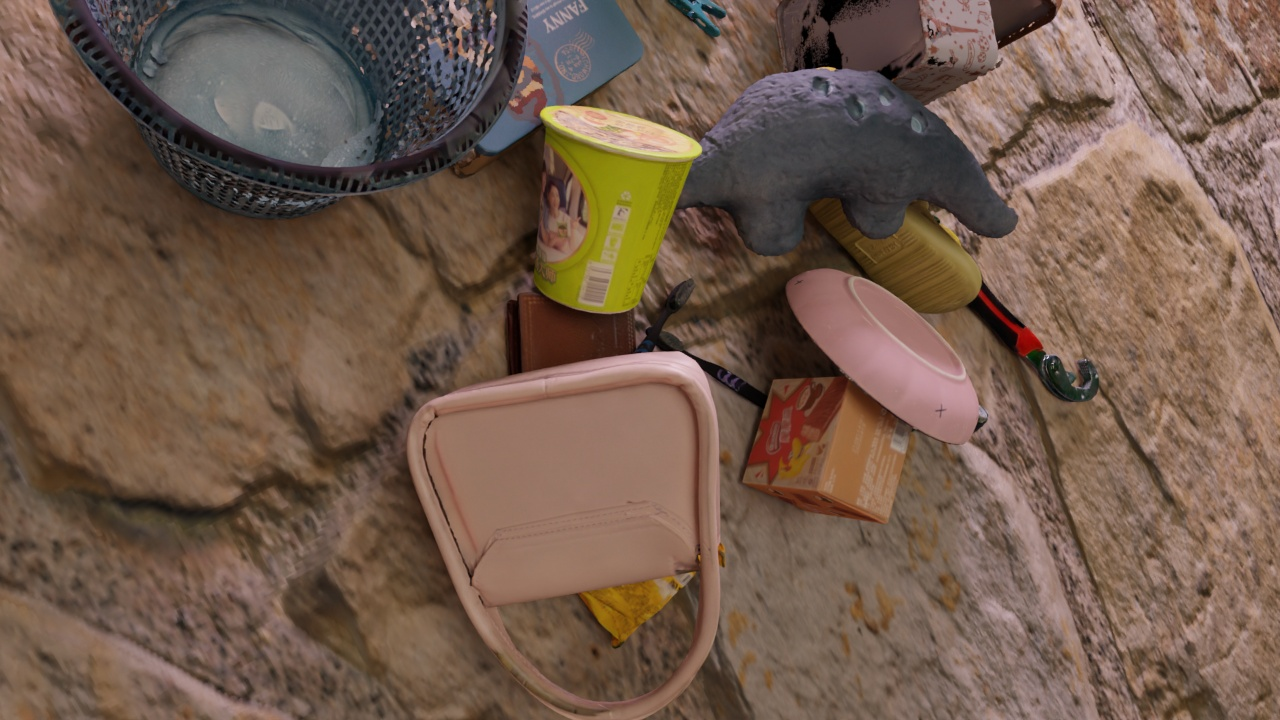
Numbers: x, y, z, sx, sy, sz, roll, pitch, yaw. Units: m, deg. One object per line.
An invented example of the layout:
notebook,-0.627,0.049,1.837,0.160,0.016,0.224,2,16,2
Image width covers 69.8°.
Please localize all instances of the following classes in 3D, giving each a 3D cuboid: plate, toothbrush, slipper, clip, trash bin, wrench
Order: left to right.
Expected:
trash bin,-0.205,-0.178,0.521,0.226,0.195,0.226,5,80,-29
toothbrush,-0.004,0.004,0.680,0.014,0.016,0.189,44,57,-17
clip,0.048,-0.301,0.785,0.056,0.014,0.040,25,70,-23
toothbrush,0.081,0.020,0.753,0.189,0.017,0.014,31,72,-23
plate,0.204,-0.015,0.744,0.192,0.039,0.192,30,26,-17
slipper,0.232,-0.122,0.818,0.190,0.092,0.081,38,64,-15
wrench,0.372,-0.037,0.922,0.273,0.016,0.056,35,68,-20

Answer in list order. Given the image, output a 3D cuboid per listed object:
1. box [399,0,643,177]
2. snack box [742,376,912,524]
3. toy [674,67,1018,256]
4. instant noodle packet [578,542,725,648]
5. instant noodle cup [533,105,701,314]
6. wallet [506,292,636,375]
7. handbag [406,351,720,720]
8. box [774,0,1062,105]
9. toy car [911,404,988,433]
box,-0.081,-0.216,0.674,0.183,0.061,0.090,-43,104,-25
snack box,0.149,0.070,0.731,0.077,0.094,0.092,25,75,-28
toy,0.139,-0.155,0.713,0.356,0.091,0.138,-2,118,-9
instant noodle packet,-0.014,0.129,0.656,0.111,0.044,0.128,-40,102,-1
instant noodle cup,-0.027,-0.103,0.646,0.111,0.111,0.124,-1,120,-29
wallet,-0.046,0.013,0.676,0.101,0.032,0.124,0,83,-32
handbag,-0.033,0.119,0.585,0.193,0.093,0.234,-11,90,7
box,0.241,-0.289,0.796,0.177,0.183,0.152,-5,85,-26
toy car,0.276,0.047,0.843,0.090,0.043,0.034,15,42,-22
